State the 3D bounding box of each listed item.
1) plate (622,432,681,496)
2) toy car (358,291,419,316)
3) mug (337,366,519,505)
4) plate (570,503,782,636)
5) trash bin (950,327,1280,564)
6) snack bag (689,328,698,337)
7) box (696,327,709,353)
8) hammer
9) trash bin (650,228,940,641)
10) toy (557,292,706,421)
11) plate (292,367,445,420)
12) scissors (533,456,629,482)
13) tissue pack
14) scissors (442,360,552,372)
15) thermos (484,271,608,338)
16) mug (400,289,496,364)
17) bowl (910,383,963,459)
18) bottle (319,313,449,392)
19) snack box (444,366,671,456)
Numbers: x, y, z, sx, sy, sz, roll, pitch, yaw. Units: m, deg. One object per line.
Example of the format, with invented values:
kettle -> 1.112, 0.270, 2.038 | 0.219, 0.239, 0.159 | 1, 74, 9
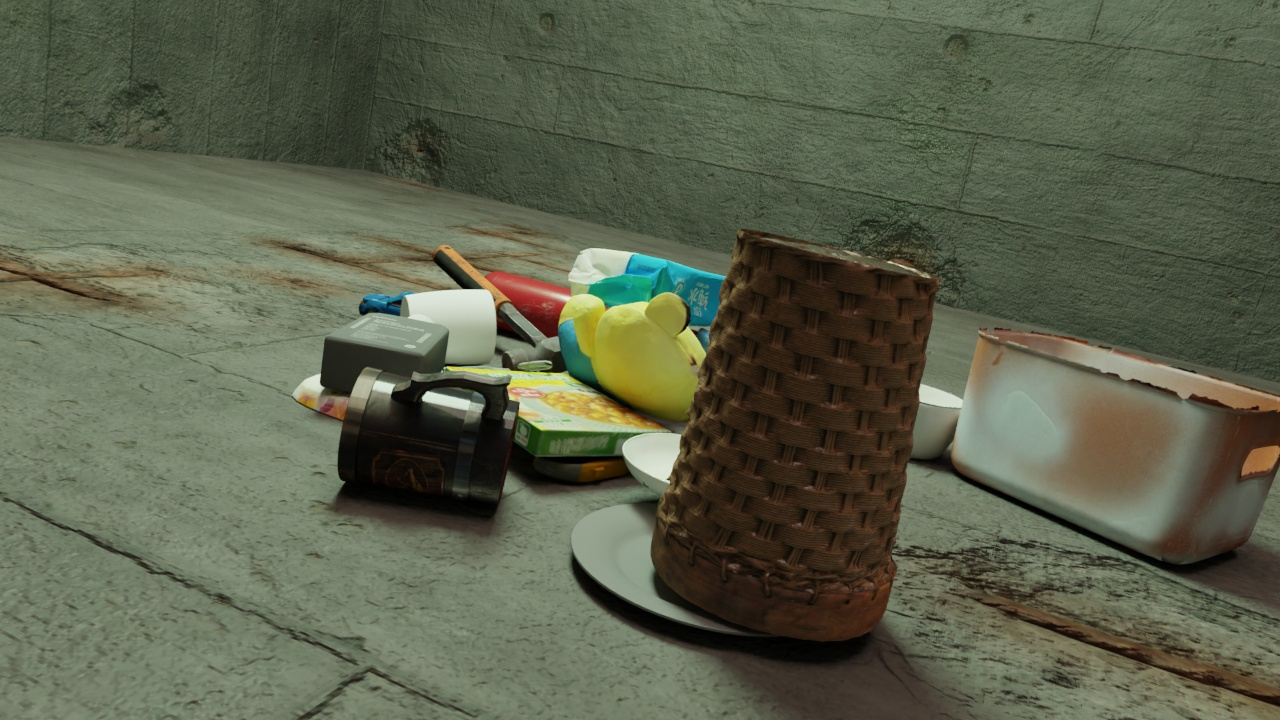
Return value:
plate -> 0.035, 0.086, 0.691 | 0.104, 0.026, 0.104 | 11, 16, -3
toy car -> -0.276, -0.059, 1.103 | 0.120, 0.044, 0.056 | 12, 13, 4
mug -> -0.140, 0.042, 0.623 | 0.107, 0.116, 0.079 | 11, 46, -4
plate -> 0.042, 0.135, 0.595 | 0.178, 0.012, 0.178 | 11, 12, -3
trash bin -> 0.460, 0.076, 0.896 | 0.181, 0.157, 0.260 | 0, 15, -40
snack bag -> 0.071, -0.006, 1.064 | 0.208, 0.066, 0.139 | 12, -23, 11
box -> 0.133, 0.045, 0.901 | 0.112, 0.094, 0.231 | 9, 12, -21
hammer -> -0.162, -0.071, 1.099 | 0.137, 0.035, 0.314 | -13, 35, -32
trash bin -> 0.099, 0.038, 0.556 | 0.151, 0.210, 0.151 | 11, 13, -3
toy -> -0.005, 0.005, 0.856 | 0.149, 0.083, 0.214 | 51, -18, -24
plate -> -0.194, 0.033, 0.829 | 0.187, 0.016, 0.186 | 16, 13, 21
scissors -> 0.024, 0.092, 0.762 | 0.224, 0.016, 0.229 | 0, 16, -46
tissue pack -> 0.027, -0.075, 0.991 | 0.117, 0.066, 0.209 | 14, 6, 35
scissors -> -0.124, 0.014, 0.916 | 0.147, 0.014, 0.142 | -3, -8, -11
thermos -> -0.094, -0.055, 1.174 | 0.240, 0.073, 0.073 | 15, 13, 16
mug -> -0.212, -0.031, 0.991 | 0.087, 0.081, 0.114 | -1, -15, -23
bowl -> 0.295, 0.064, 1.008 | 0.116, 0.066, 0.116 | 11, 12, -3
bottle -> -0.223, -0.011, 0.842 | 0.084, 0.046, 0.173 | 11, 13, -2
snack box -> -0.075, 0.042, 0.786 | 0.131, 0.027, 0.168 | 4, 13, -39
